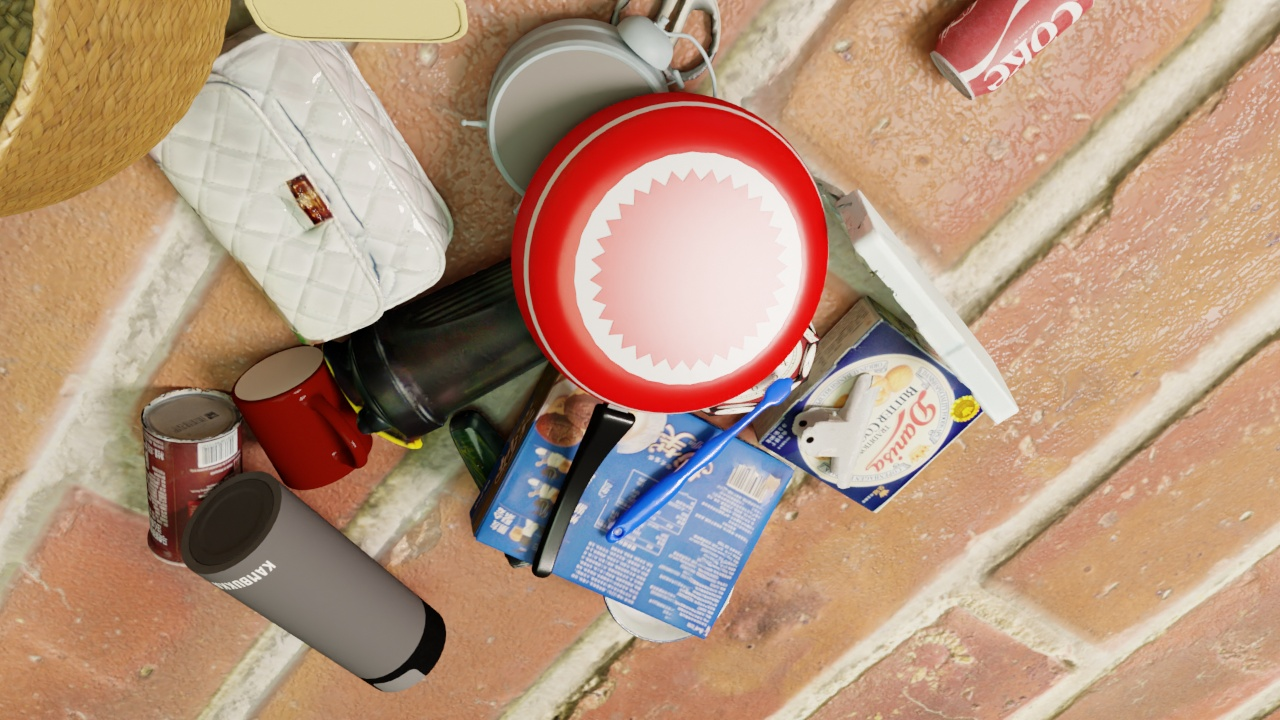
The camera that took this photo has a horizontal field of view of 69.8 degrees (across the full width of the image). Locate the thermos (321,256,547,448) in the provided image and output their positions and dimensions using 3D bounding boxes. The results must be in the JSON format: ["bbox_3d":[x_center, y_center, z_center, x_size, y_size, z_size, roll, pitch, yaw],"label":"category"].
[{"bbox_3d":[-0.110,-0.020,0.658,0.221,0.098,0.098,-26,122,3],"label":"thermos"}]

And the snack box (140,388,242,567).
[{"bbox_3d":[-0.341,0.090,0.704,0.072,0.072,0.121,6,119,-12],"label":"snack box"}]

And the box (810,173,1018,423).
[{"bbox_3d":[0.193,-0.050,0.655,0.041,0.134,0.197,-36,120,17],"label":"box"}]

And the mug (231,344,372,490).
[{"bbox_3d":[-0.239,0.045,0.675,0.073,0.106,0.083,-41,130,-33],"label":"mug"}]

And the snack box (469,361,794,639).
[{"bbox_3d":[-0.008,0.103,0.719,0.202,0.069,0.155,27,92,-16],"label":"snack box"}]

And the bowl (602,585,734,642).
[{"bbox_3d":[0.018,0.179,0.805,0.118,0.062,0.118,-2,98,-12],"label":"bowl"}]

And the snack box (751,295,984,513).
[{"bbox_3d":[0.192,0.040,0.766,0.145,0.042,0.145,31,113,-23],"label":"snack box"}]

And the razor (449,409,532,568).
[{"bbox_3d":[-0.113,0.109,0.753,0.054,0.067,0.151,-17,116,18],"label":"razor"}]

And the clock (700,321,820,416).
[{"bbox_3d":[0.067,-0.030,0.689,0.115,0.065,0.155,-21,137,5],"label":"clock"}]

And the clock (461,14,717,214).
[{"bbox_3d":[-0.028,-0.161,0.600,0.159,0.045,0.122,-20,126,13],"label":"clock"}]

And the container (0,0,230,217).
[{"bbox_3d":[-0.350,-0.205,0.418,0.307,0.196,0.307,1,108,4],"label":"container"}]

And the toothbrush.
[{"bbox_3d":[0.044,0.073,0.684,0.182,0.018,0.016,-41,98,-3],"label":"toothbrush"}]

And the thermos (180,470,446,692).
[{"bbox_3d":[-0.249,0.186,0.735,0.082,0.082,0.240,-23,137,6],"label":"thermos"}]

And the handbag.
[{"bbox_3d":[-0.221,-0.112,0.595,0.139,0.072,0.195,-25,121,8],"label":"handbag"}]

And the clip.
[{"bbox_3d":[0.153,0.061,0.725,0.058,0.050,0.102,-4,122,-18],"label":"clip"}]

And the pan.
[{"bbox_3d":[-0.004,0.003,0.608,0.208,0.067,0.356,17,103,-19],"label":"pan"}]

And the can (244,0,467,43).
[{"bbox_3d":[-0.157,-0.235,0.513,0.116,0.057,0.092,-1,81,-7],"label":"can"}]

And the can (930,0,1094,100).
[{"bbox_3d":[0.244,-0.222,0.605,0.097,0.054,0.054,-42,118,17],"label":"can"}]

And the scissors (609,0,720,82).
[{"bbox_3d":[0.049,-0.255,0.582,0.171,0.012,0.121,-37,119,12],"label":"scissors"}]
